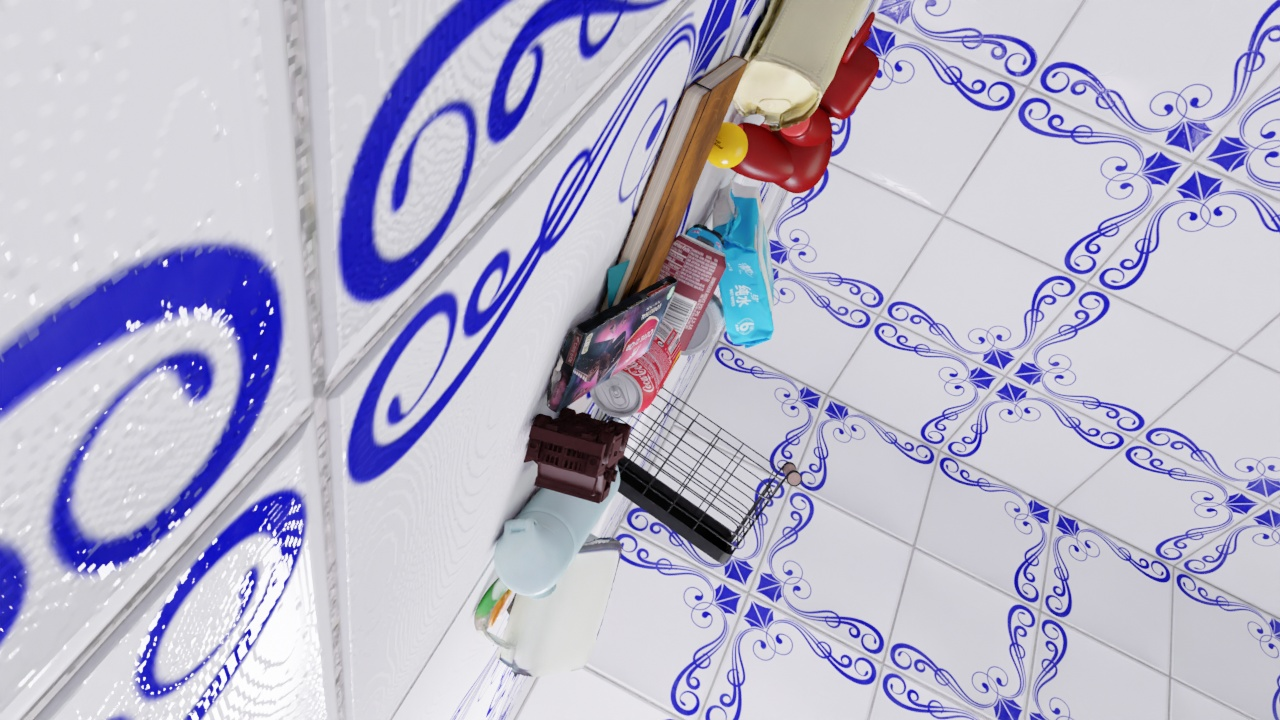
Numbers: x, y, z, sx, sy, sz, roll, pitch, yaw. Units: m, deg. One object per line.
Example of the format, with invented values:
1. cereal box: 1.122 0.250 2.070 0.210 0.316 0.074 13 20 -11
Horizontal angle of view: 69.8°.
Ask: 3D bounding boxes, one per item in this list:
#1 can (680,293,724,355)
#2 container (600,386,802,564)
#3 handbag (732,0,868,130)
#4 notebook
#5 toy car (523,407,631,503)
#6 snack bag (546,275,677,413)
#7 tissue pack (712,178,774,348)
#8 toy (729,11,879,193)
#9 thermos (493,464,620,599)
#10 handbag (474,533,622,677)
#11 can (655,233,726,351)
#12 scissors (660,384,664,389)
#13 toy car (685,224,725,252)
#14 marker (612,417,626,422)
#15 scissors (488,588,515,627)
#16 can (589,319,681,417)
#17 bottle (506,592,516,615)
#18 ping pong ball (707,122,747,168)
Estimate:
1. can: 0.065 -0.053 1.174 0.078 0.078 0.136 -64 174 12
2. container: 0.053 0.116 1.089 0.130 0.241 0.162 -56 175 3
3. handbag: 0.139 -0.280 0.832 0.119 0.081 0.111 -64 -178 -12
4. notebook: 0.016 -0.115 0.751 0.250 0.014 0.178 -67 174 31
5. toy car: -0.050 0.077 0.746 0.169 0.070 0.062 1 104 -84
6. snack bag: -0.020 -0.017 0.720 0.154 0.018 0.075 -36 153 -55
7. tissue pack: 0.130 -0.122 1.158 0.209 0.066 0.116 70 22 -49
8. toy: 0.176 -0.274 0.970 0.197 0.120 0.158 -55 175 17
9. thermos: -0.076 0.149 0.872 0.206 0.065 0.078 -50 132 -69
10. handbag: -0.111 0.244 0.945 0.175 0.074 0.151 10 98 -54
11. can: 0.040 -0.068 0.944 0.114 0.063 0.063 -64 174 11
12. scissors: 0.033 0.007 1.269 0.171 0.014 0.142 -52 -169 -12
13. toy car: 0.063 -0.109 1.050 0.032 0.048 0.106 -60 174 -37
14. marker: -0.009 0.039 1.239 0.146 0.017 0.017 -64 174 9
15. scissors: -0.131 0.226 0.991 0.131 0.012 0.073 -64 173 -3
16. can: -0.005 0.005 0.865 0.104 0.064 0.064 -56 171 -54
17. bottle: -0.120 0.268 1.073 0.056 0.056 0.105 -64 175 2
18. ping pong ball: 0.076 -0.192 0.818 0.040 0.040 0.040 -62 174 -11
